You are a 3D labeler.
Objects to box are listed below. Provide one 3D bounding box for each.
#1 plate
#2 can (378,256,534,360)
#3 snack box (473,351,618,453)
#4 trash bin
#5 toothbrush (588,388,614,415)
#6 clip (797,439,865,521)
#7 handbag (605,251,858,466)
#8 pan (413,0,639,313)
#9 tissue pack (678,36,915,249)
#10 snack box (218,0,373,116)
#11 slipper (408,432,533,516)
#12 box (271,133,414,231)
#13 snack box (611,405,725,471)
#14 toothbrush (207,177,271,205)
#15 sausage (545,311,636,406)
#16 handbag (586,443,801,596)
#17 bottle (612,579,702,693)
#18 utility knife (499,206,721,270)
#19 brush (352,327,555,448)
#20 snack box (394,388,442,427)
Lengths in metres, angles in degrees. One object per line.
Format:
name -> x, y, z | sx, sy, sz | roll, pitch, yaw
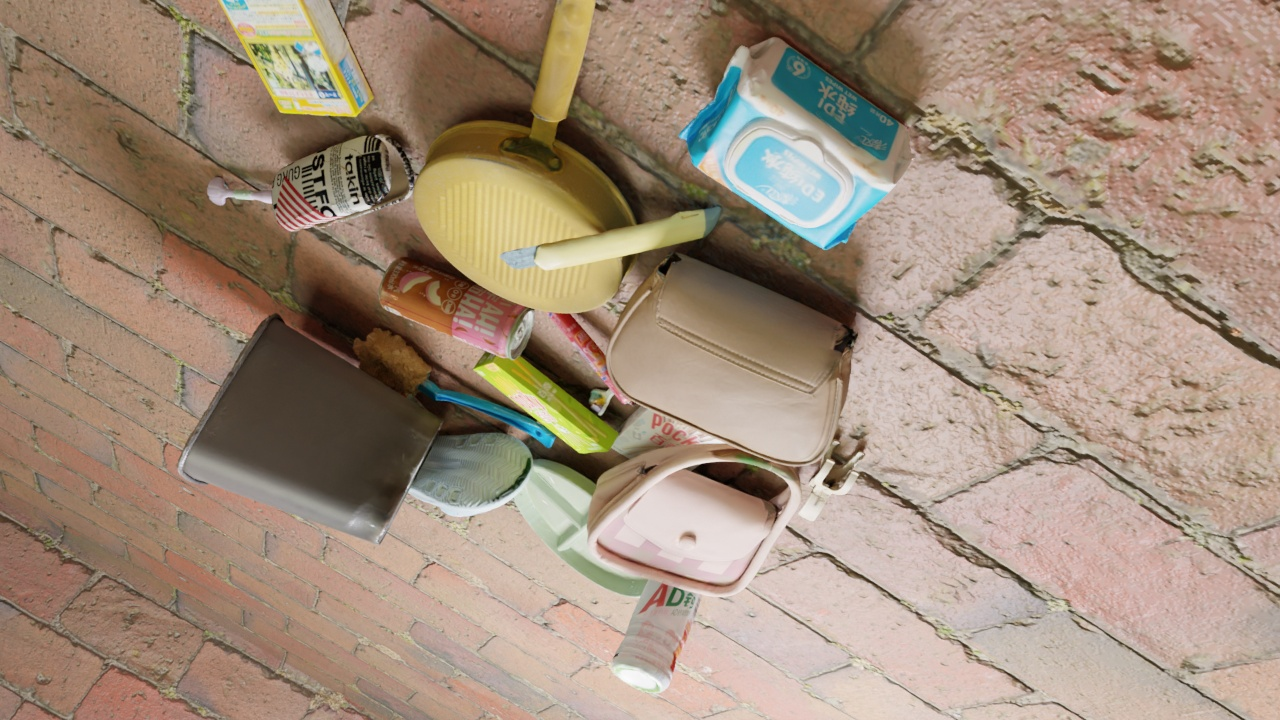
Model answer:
plate -> -0.070, 0.207, 1.139 | 0.230, 0.027, 0.231 | 30, 147, 21
can -> -0.182, -0.052, 0.909 | 0.147, 0.057, 0.058 | 22, 143, 8
snack box -> -0.102, 0.044, 0.982 | 0.156, 0.026, 0.086 | 40, 160, -16
trash bin -> -0.356, 0.091, 1.034 | 0.219, 0.198, 0.199 | 27, 162, -7
toothbrush -> -0.005, 0.005, 0.899 | 0.190, 0.020, 0.029 | -44, 62, 51
clip -> 0.179, 0.124, 0.889 | 0.034, 0.076, 0.104 | 26, 133, 2
handbag -> 0.080, -0.005, 0.771 | 0.204, 0.099, 0.148 | 24, 133, 5
pan -> -0.077, -0.165, 0.717 | 0.198, 0.078, 0.358 | 23, 150, 0
tissue pack -> 0.103, -0.141, 0.615 | 0.140, 0.063, 0.090 | 33, 144, -7
snack box -> -0.283, -0.265, 0.739 | 0.087, 0.033, 0.140 | 9, 138, 24
slipper -> -0.217, 0.146, 1.130 | 0.246, 0.103, 0.074 | -1, 140, 47
box -> -0.270, -0.165, 0.846 | 0.164, 0.076, 0.075 | -10, 93, 37
snack box -> 0.036, 0.073, 0.949 | 0.084, 0.026, 0.157 | 33, 144, -8
toothbrush -> -0.359, -0.163, 0.922 | 0.189, 0.021, 0.029 | 9, 108, 22
sausage -> -0.054, -0.015, 0.887 | 0.156, 0.020, 0.020 | 50, 139, -13
handbag -> 0.069, 0.149, 0.951 | 0.193, 0.093, 0.235 | 22, 138, -18
bottle -> 0.033, 0.276, 1.050 | 0.068, 0.196, 0.068 | 17, 143, 13
utility knife -> -0.021, -0.091, 0.711 | 0.176, 0.019, 0.031 | -16, 132, -14
brush -> -0.215, 0.038, 1.062 | 0.254, 0.045, 0.083 | 25, 141, -3
snack box -> -0.334, 0.073, 1.184 | 0.156, 0.026, 0.077 | -7, 132, 38
